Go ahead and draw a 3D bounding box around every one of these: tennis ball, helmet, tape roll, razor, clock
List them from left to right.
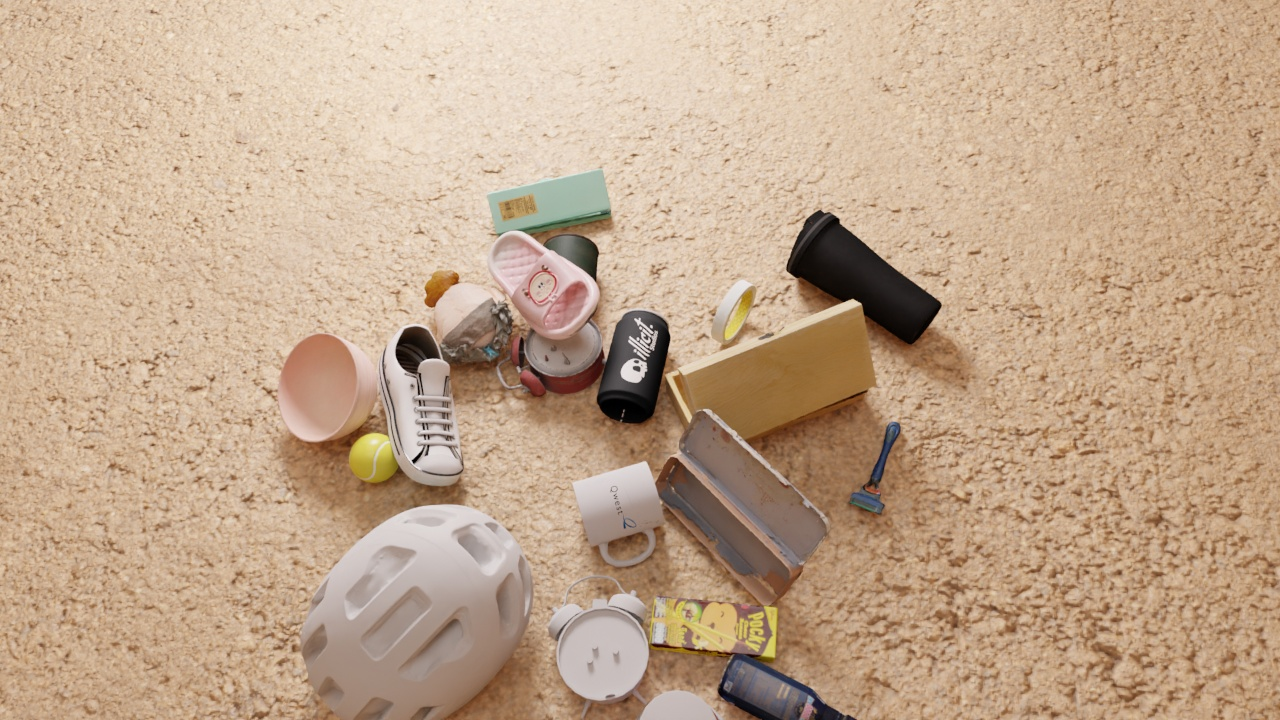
[{"bbox_3d":[-0.353,0.129,1.217,0.065,0.065,0.065,-2,58,3],"label":"tennis ball"},{"bbox_3d":[-0.265,0.297,1.050,0.282,0.183,0.224,-41,77,8],"label":"helmet"},{"bbox_3d":[-0.126,-0.008,1.290,0.156,0.062,0.109,-22,60,-9],"label":"clock"},{"bbox_3d":[-0.047,0.328,1.077,0.120,0.061,0.159,-11,59,-3],"label":"clock"},{"bbox_3d":[0.131,-0.067,1.291,0.019,0.094,0.093,29,64,20],"label":"tape roll"},{"bbox_3d":[0.314,0.138,1.197,0.044,0.018,0.140,21,58,16],"label":"razor"}]

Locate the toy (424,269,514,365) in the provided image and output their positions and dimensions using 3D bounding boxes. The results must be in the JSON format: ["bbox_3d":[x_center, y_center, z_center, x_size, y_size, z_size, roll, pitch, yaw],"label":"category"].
[{"bbox_3d":[-0.254,-0.063,1.327,0.132,0.076,0.176,-38,64,-1],"label":"toy"}]

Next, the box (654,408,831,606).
[{"bbox_3d":[0.119,0.175,1.114,0.042,0.151,0.216,-21,54,-42],"label":"box"}]

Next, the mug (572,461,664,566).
[{"bbox_3d":[-0.023,0.198,1.153,0.096,0.083,0.119,-16,87,-6],"label":"mug"}]

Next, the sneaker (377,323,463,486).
[{"bbox_3d":[-0.283,0.049,1.227,0.091,0.097,0.245,7,46,-35],"label":"sneaker"}]

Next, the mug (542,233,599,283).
[{"bbox_3d":[-0.117,-0.126,1.359,0.111,0.085,0.081,-18,54,30],"label":"mug"}]

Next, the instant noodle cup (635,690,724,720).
[{"bbox_3d":[0.049,0.409,0.983,0.137,0.122,0.121,-1,58,3],"label":"instant noodle cup"}]

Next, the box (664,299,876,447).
[{"bbox_3d":[0.174,0.028,1.214,0.248,0.185,0.141,-22,80,-8],"label":"box"}]

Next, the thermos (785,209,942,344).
[{"bbox_3d":[0.317,-0.115,1.310,0.218,0.106,0.105,39,68,18],"label":"thermos"}]

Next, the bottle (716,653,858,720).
[{"bbox_3d":[0.167,0.387,1.029,0.161,0.056,0.056,22,62,16],"label":"bottle"}]

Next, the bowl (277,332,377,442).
[{"bbox_3d":[-0.416,0.040,1.258,0.153,0.076,0.153,-4,81,28],"label":"bowl"}]

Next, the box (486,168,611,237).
[{"bbox_3d":[-0.142,-0.250,1.432,0.188,0.080,0.077,-11,59,-3],"label":"box"}]

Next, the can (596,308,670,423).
[{"bbox_3d":[-0.007,0.007,1.262,0.080,0.080,0.145,8,59,9],"label":"can"}]

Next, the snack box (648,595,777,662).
[{"bbox_3d":[0.087,0.319,1.094,0.149,0.026,0.061,4,59,7],"label":"snack box"}]

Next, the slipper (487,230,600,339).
[{"bbox_3d":[-0.144,-0.108,1.277,0.221,0.055,0.107,41,96,33],"label":"slipper"}]
